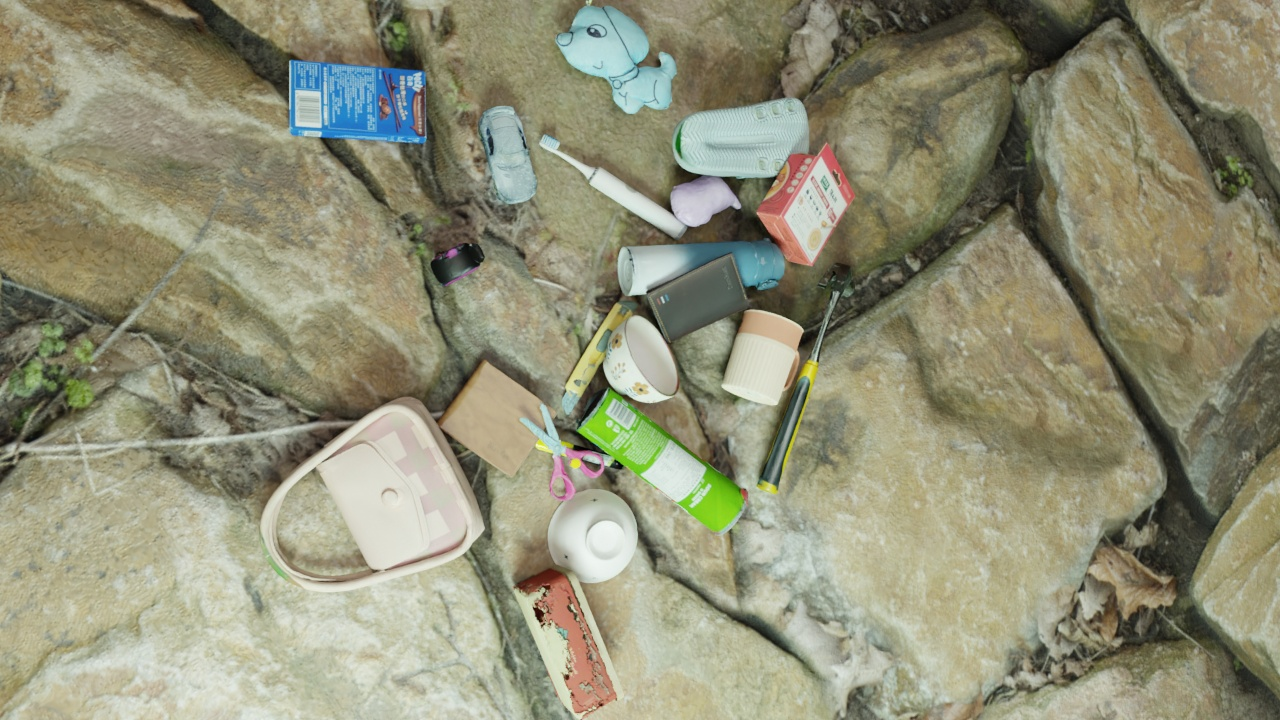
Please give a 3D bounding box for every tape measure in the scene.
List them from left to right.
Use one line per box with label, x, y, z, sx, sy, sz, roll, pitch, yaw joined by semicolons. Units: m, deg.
tape measure;-0.224;-0.119;1.110;0.057;0.057;0.039;-35;100;-33

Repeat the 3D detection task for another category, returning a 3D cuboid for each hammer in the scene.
hammer;0.221;0.022;1.228;0.032;0.126;0.323;19;86;19

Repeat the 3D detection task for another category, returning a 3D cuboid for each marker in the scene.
marker;-0.076;0.118;1.164;0.124;0.015;0.018;17;85;-19

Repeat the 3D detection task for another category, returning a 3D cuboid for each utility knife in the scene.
utility knife;-0.056;-0.008;1.182;0.031;0.019;0.173;32;82;-7

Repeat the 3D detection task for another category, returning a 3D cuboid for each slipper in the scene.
slipper;0.134;-0.291;1.227;0.244;0.074;0.104;-14;99;-35

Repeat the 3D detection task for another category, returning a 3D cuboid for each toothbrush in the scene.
toothbrush;-0.036;-0.226;1.196;0.221;0.026;0.026;31;107;-13

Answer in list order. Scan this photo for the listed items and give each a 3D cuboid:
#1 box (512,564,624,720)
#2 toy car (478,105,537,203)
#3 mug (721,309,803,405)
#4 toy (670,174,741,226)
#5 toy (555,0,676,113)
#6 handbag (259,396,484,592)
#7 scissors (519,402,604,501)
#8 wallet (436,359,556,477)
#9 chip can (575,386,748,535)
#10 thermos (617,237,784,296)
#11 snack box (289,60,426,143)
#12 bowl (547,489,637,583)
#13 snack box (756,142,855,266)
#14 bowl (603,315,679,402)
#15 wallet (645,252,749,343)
box;-0.094;0.340;1.100;0.079;0.091;0.168;-24;93;-22
toy car;-0.166;-0.258;1.152;0.054;0.037;0.120;-15;94;-19
mug;0.170;0.002;1.223;0.114;0.082;0.105;28;78;-44
toy;0.081;-0.219;1.220;0.107;0.039;0.084;-37;94;-34
toy;-0.029;-0.399;1.199;0.161;0.050;0.156;-16;93;-23
handbag;-0.317;0.169;1.055;0.234;0.093;0.193;-27;94;-10
scissors;-0.108;0.117;1.133;0.137;0.017;0.096;42;83;-24
wallet;-0.175;0.071;1.126;0.115;0.020;0.101;35;78;-4
chip can;0.028;0.127;1.165;0.236;0.072;0.072;38;76;-12
thermos;0.082;-0.122;1.205;0.220;0.070;0.070;-5;87;-18
snack box;-0.339;-0.310;1.104;0.157;0.026;0.084;0;86;-18
bowl;-0.051;0.221;1.138;0.118;0.065;0.118;1;86;-18
snack box;0.225;-0.213;1.242;0.127;0.044;0.113;-57;135;-14
bowl;-0.007;0.007;1.158;0.062;0.113;0.113;-29;96;23
wallet;0.075;-0.080;1.182;0.122;0.020;0.096;-25;135;-1
